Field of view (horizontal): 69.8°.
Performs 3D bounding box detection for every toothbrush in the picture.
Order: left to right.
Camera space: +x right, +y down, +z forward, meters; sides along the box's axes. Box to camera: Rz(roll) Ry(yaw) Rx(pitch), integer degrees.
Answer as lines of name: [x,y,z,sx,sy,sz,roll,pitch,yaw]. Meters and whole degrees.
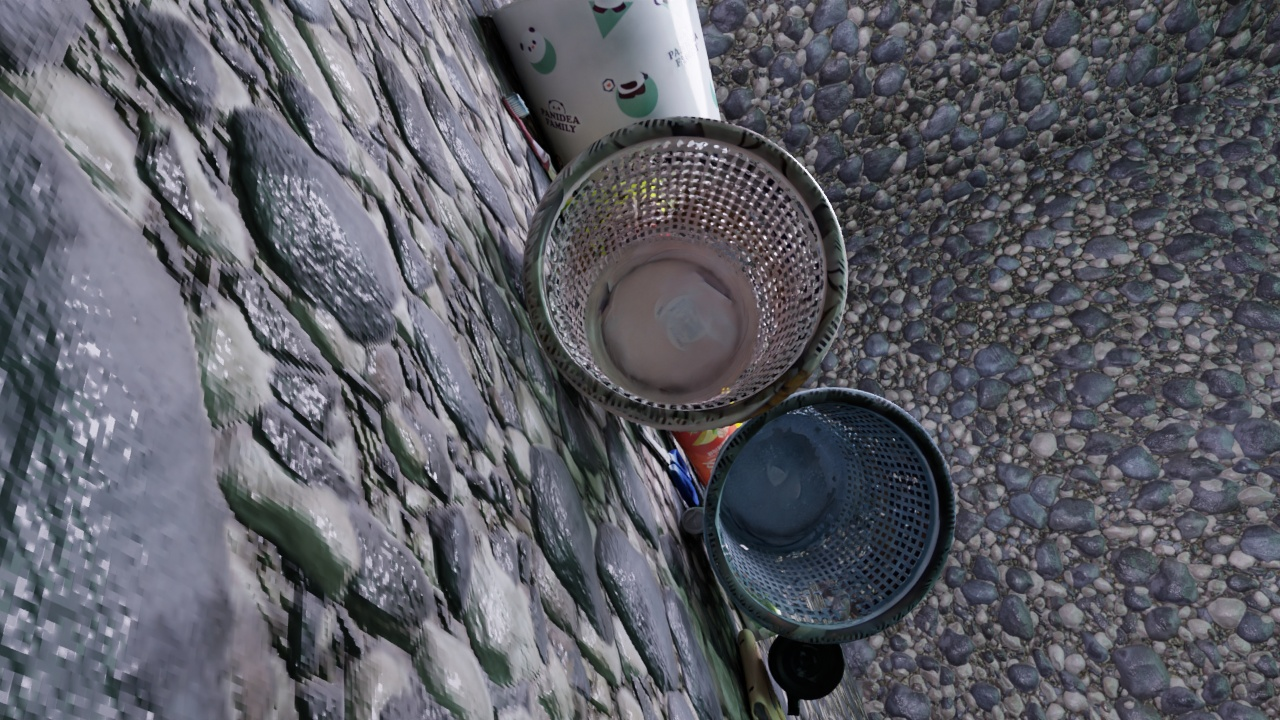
toothbrush: [-0.095,-0.209,0.950,0.187,0.017,0.016,55,15,-54]
toothbrush: [0.074,0.173,0.998,0.224,0.027,0.026,37,72,-76]

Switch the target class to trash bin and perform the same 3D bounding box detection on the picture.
trash bin: [-0.021,-0.299,1.027,0.229,0.230,0.252,-91,163,-69]
trash bin: [0.030,-0.048,0.726,0.192,0.227,0.227,95,-26,-80]
trash bin: [0.158,0.134,0.893,0.195,0.226,0.226,-161,-133,-85]

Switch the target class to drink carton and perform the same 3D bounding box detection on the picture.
drink carton: [0.124,0.253,1.041,0.053,0.045,0.122,-95,162,-68]

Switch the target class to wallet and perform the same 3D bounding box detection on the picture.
wallet: [0.122,0.329,0.893,0.115,0.024,0.087,-95,164,-73]

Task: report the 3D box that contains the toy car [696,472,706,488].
toy car: [0.081,0.108,1.144,0.031,0.049,0.106,-80,148,-79]

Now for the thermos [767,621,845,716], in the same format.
thermos: [0.166,0.321,0.944,0.243,0.068,0.089,69,21,-70]

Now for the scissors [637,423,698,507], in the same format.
scissors: [0.030,0.111,0.931,0.174,0.012,0.108,22,46,-78]

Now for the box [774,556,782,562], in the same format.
box: [0.156,0.216,1.264,0.088,0.076,0.162,150,-78,-74]

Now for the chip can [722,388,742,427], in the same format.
chip can: [0.083,0.020,1.318,0.072,0.072,0.213,32,36,-77]

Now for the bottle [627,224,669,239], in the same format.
bottle: [0.011,-0.037,0.859,0.057,0.057,0.175,4,83,-81]

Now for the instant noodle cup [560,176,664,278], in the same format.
instant noodle cup: [-0.017,-0.112,0.927,0.111,0.112,0.123,-60,136,-80]

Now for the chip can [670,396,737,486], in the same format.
chip can: [0.075,0.084,1.052,0.217,0.073,0.073,57,12,-33]
